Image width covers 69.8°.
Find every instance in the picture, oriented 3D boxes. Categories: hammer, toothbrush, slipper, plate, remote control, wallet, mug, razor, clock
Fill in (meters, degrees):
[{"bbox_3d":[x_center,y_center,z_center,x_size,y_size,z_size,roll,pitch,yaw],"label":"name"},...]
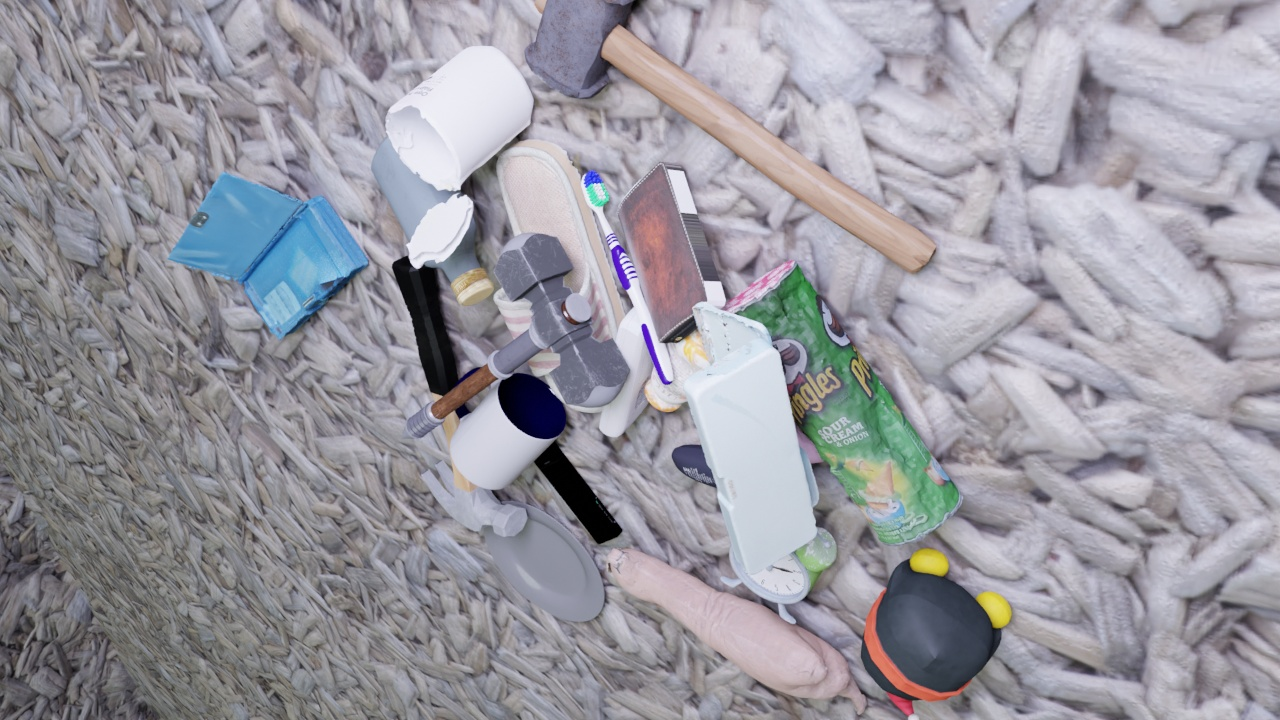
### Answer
[{"bbox_3d":[0.060,-0.163,0.633,0.328,0.052,0.098,37,137,6],"label":"hammer"},{"bbox_3d":[-0.010,-0.068,0.731,0.016,0.015,0.186,-34,74,49],"label":"toothbrush"},{"bbox_3d":[-0.078,-0.062,0.810,0.115,0.052,0.263,10,125,32],"label":"slipper"},{"bbox_3d":[-0.113,0.236,1.086,0.178,0.012,0.179,21,131,26],"label":"plate"},{"bbox_3d":[-0.076,0.131,0.977,0.035,0.013,0.150,-31,98,43],"label":"remote control"},{"bbox_3d":[0.020,-0.081,0.693,0.072,0.019,0.123,-40,59,48],"label":"wallet"},{"bbox_3d":[-0.144,0.059,0.919,0.112,0.078,0.097,50,125,7],"label":"mug"},{"bbox_3d":[-0.208,0.044,0.994,0.131,0.039,0.329,14,125,35],"label":"hammer"},{"bbox_3d":[-0.147,0.018,0.839,0.323,0.042,0.156,-32,86,44],"label":"hammer"},{"bbox_3d":[0.085,0.100,0.802,0.143,0.052,0.047,10,135,39],"label":"razor"},{"bbox_3d":[-0.005,0.005,0.793,0.025,0.060,0.139,27,134,16],"label":"remote control"},{"bbox_3d":[0.124,0.171,0.825,0.094,0.042,0.120,29,135,18],"label":"clock"}]

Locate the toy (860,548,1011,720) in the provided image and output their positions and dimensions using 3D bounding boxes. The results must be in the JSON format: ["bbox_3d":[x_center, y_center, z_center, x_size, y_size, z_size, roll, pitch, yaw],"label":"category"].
[{"bbox_3d":[0.225,0.228,0.744,0.097,0.099,0.119,36,135,9],"label":"toy"}]

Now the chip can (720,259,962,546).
[{"bbox_3d":[0.149,0.035,0.683,0.223,0.075,0.076,53,137,-6],"label":"chip can"}]

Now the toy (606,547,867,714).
[{"bbox_3d":[0.086,0.264,0.910,0.265,0.065,0.196,15,156,43],"label":"toy"}]

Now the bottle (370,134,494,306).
[{"bbox_3d":[-0.183,-0.125,0.822,0.072,0.046,0.161,-38,78,47],"label":"bottle"}]

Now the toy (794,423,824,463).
[{"bbox_3d":[0.097,0.050,0.748,0.103,0.050,0.093,-2,137,43],"label":"toy"}]

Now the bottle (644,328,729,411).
[{"bbox_3d":[0.040,0.001,0.755,0.063,0.063,0.109,43,139,5],"label":"bottle"}]

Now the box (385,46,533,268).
[{"bbox_3d":[-0.146,-0.160,0.720,0.085,0.159,0.119,9,136,41],"label":"box"}]

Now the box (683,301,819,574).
[{"bbox_3d":[0.074,0.051,0.670,0.096,0.085,0.199,52,165,48],"label":"box"}]

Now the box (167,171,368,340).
[{"bbox_3d":[-0.416,-0.122,1.031,0.173,0.066,0.232,40,141,-23],"label":"box"}]
